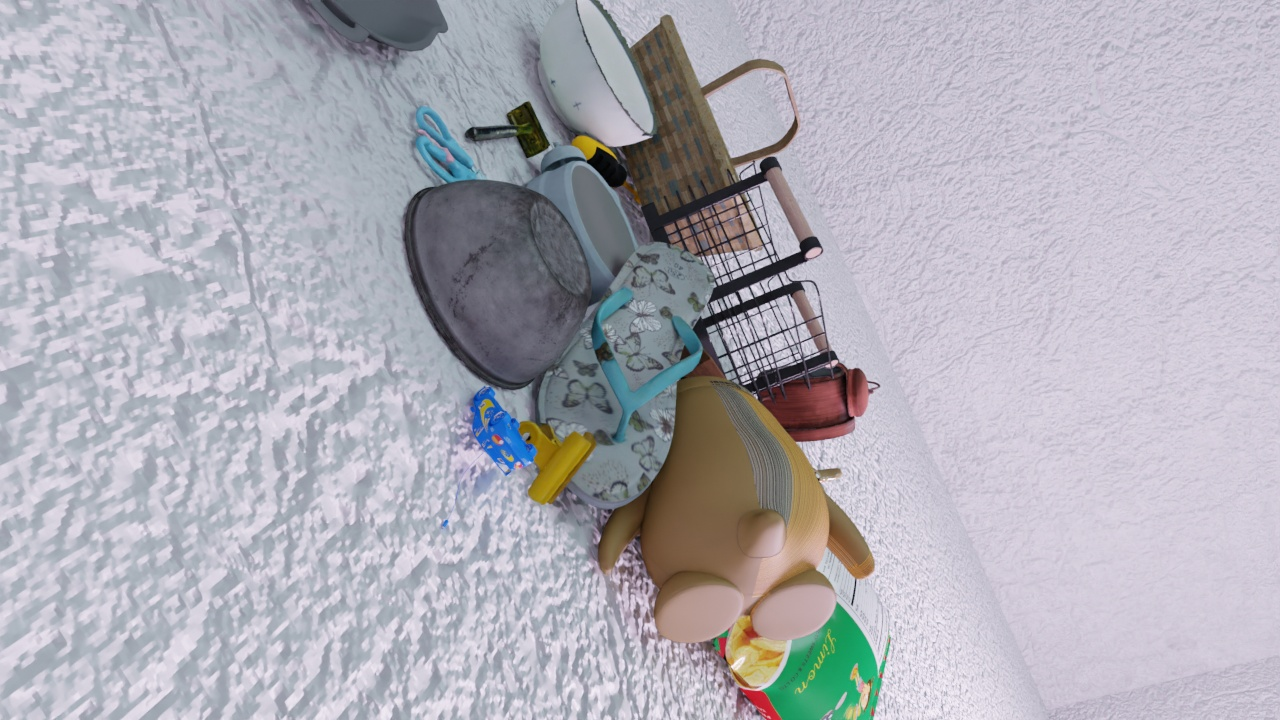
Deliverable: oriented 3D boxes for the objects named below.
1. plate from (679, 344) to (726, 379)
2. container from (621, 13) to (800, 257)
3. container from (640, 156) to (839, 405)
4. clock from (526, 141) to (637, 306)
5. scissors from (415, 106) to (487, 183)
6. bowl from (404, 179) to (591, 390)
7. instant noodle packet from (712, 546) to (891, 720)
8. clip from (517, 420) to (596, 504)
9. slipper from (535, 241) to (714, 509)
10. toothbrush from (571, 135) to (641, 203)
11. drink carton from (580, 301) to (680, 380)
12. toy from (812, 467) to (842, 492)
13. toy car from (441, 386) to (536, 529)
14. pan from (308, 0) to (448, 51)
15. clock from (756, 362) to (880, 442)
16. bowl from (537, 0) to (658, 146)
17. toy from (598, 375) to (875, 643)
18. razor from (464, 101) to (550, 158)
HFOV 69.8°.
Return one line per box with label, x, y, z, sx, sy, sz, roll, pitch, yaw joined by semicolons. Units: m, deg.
plate;0.034;-0.002;0.821;0.131;0.025;0.131;48;-6;6
container;0.081;-0.249;1.007;0.157;0.186;0.249;46;24;-63
container;0.107;-0.065;0.903;0.241;0.130;0.162;59;10;-61
clock;-0.047;-0.116;0.779;0.122;0.045;0.159;44;31;-48
scissors;-0.122;-0.137;0.667;0.138;0.015;0.063;38;30;-64
bowl;-0.080;-0.060;0.598;0.145;0.067;0.144;52;25;-36
instant noodle packet;0.151;0.243;0.797;0.253;0.091;0.195;57;41;-26
clip;-0.061;0.056;0.569;0.047;0.053;0.039;42;12;24
slipper;-0.004;-0.015;0.663;0.098;0.055;0.268;22;44;-2
toothbrush;-0.026;-0.190;0.942;0.031;0.031;0.196;57;12;16
drink carton;-0.005;0.004;0.759;0.129;0.044;0.038;51;25;-34
toy;0.145;0.150;0.905;0.106;0.134;0.108;131;-36;-67
toy car;-0.095;0.055;0.520;0.033;0.062;0.092;56;-7;-26
pan;-0.212;-0.339;0.628;0.216;0.024;0.353;41;32;-50
clock;0.204;0.045;1.077;0.120;0.157;0.072;-145;-132;-77
bowl;-0.050;-0.277;0.906;0.153;0.073;0.153;53;23;-35
toy;0.056;0.100;0.689;0.203;0.198;0.163;-105;-158;-50
razor;-0.109;-0.182;0.729;0.042;0.026;0.105;67;24;-7
